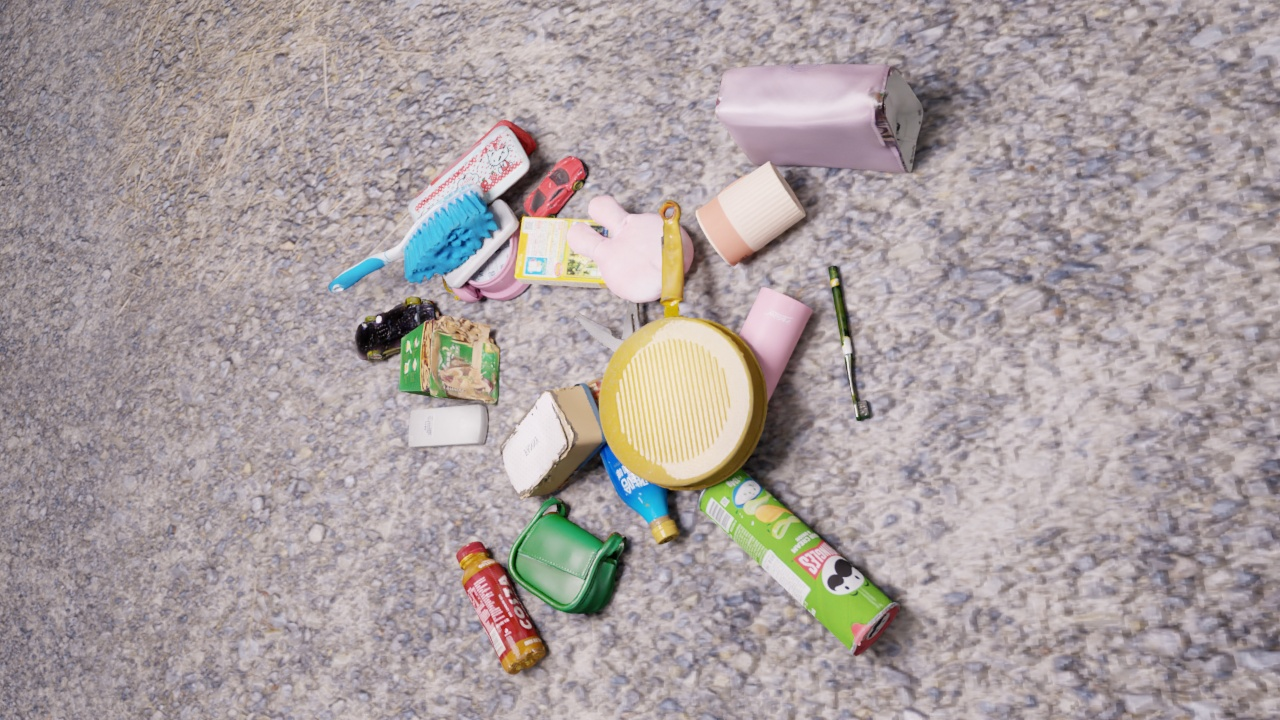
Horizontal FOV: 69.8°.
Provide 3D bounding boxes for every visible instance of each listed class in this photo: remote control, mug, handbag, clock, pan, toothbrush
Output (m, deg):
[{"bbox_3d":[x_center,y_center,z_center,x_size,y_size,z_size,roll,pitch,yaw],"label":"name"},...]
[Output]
[{"bbox_3d":[-0.276,0.095,1.315,0.135,0.019,0.056,-7,76,29],"label":"remote control"},{"bbox_3d":[0.130,-0.185,1.109,0.106,0.081,0.114,-33,35,18],"label":"mug"},{"bbox_3d":[-0.225,-0.160,1.269,0.136,0.020,0.056,-43,60,15],"label":"remote control"},{"bbox_3d":[0.203,-0.282,1.042,0.197,0.144,0.098,9,87,31],"label":"handbag"},{"bbox_3d":[-0.090,0.248,1.150,0.131,0.068,0.120,26,85,33],"label":"handbag"},{"bbox_3d":[-0.221,-0.143,1.311,0.159,0.059,0.117,-17,70,28],"label":"clock"},{"bbox_3d":[0.042,-0.028,1.066,0.198,0.078,0.357,-13,77,25],"label":"pan"},{"bbox_3d":[0.237,-0.022,1.043,0.017,0.012,0.185,-13,73,21],"label":"toothbrush"}]

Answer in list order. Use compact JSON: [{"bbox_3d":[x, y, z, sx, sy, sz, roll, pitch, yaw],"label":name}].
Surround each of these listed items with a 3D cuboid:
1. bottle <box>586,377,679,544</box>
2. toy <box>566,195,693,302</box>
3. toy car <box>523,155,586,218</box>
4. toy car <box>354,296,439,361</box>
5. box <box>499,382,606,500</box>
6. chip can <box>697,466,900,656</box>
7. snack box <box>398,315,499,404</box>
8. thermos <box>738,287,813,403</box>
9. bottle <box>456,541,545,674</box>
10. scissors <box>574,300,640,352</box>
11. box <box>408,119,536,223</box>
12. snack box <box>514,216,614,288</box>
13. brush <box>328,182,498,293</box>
[{"bbox_3d":[-0.012,0.123,1.126,0.065,0.065,0.218,-37,63,18],"label":"bottle"},{"bbox_3d":[-0.012,-0.145,1.175,0.159,0.054,0.121,36,81,12],"label":"toy"},{"bbox_3d":[-0.120,-0.242,1.291,0.106,0.031,0.049,-46,62,12],"label":"toy car"},{"bbox_3d":[-0.370,-0.046,1.387,0.158,0.042,0.070,-17,71,25],"label":"toy car"},{"bbox_3d":[-0.110,0.101,1.149,0.185,0.061,0.089,-44,62,45],"label":"box"},{"bbox_3d":[0.166,0.212,0.998,0.236,0.072,0.072,40,100,31],"label":"chip can"},{"bbox_3d":[-0.276,0.008,1.289,0.106,0.118,0.117,-12,72,41],"label":"snack box"},{"bbox_3d":[0.119,0.012,1.068,0.087,0.067,0.198,27,94,6],"label":"thermos"},{"bbox_3d":[-0.186,0.317,1.191,0.057,0.057,0.175,-43,62,16],"label":"bottle"},{"bbox_3d":[-0.005,0.007,1.137,0.223,0.015,0.188,29,70,20],"label":"scissors"},{"bbox_3d":[-0.233,-0.244,1.318,0.202,0.095,0.101,-36,62,19],"label":"box"},{"bbox_3d":[-0.094,-0.144,1.227,0.140,0.033,0.087,4,81,12],"label":"snack box"},{"bbox_3d":[-0.328,-0.147,1.289,0.315,0.060,0.109,-35,56,22],"label":"brush"}]
